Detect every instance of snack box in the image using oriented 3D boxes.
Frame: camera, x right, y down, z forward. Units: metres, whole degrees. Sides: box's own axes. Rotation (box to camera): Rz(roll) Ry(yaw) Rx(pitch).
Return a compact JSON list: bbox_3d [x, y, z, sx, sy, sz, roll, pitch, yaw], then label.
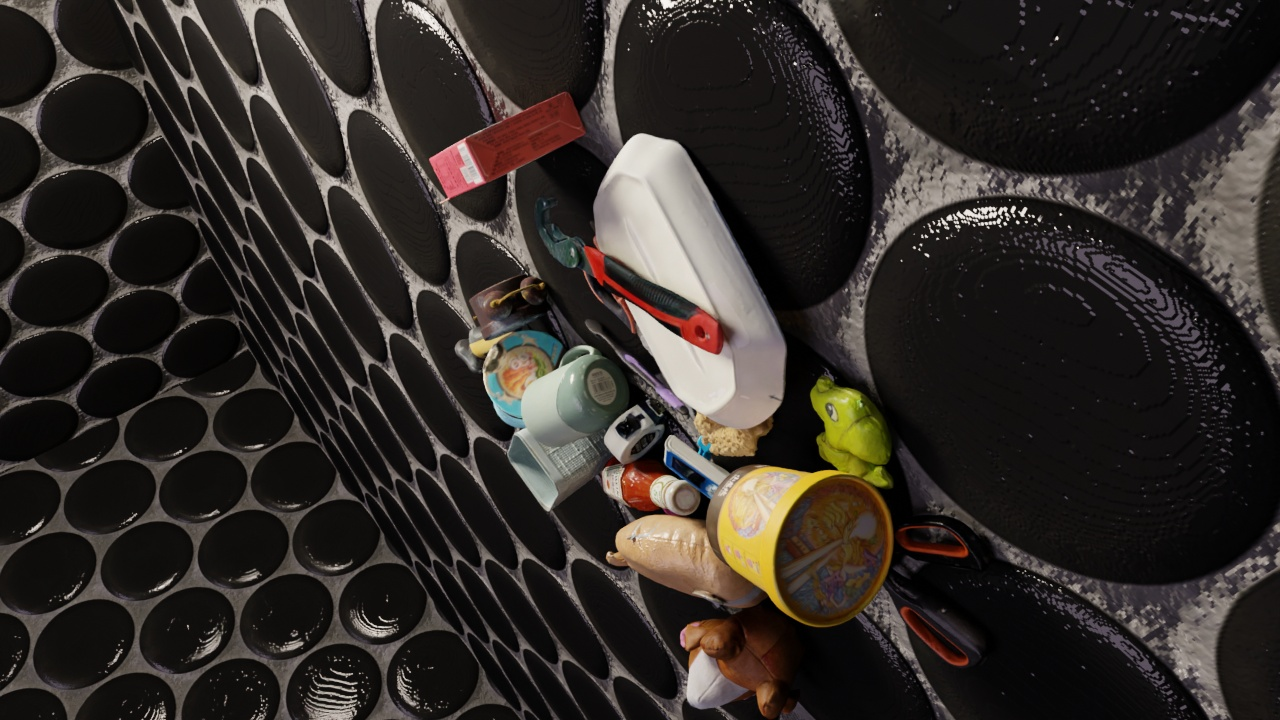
[{"bbox_3d":[-0.130,-0.198,0.857,0.127,0.113,0.044,1,121,59],"label":"snack box"}]

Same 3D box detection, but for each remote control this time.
[{"bbox_3d":[0.074,0.119,0.880,0.125,0.024,0.049,35,159,14],"label":"remote control"}]

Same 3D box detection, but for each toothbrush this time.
[{"bbox_3d":[-0.006,0.006,0.952,0.189,0.014,0.017,42,169,41],"label":"toothbrush"}]

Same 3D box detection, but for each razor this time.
[{"bbox_3d":[-0.193,-0.021,1.223,0.168,0.062,0.067,-17,72,57],"label":"razor"}]

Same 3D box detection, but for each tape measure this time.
[{"bbox_3d":[-0.006,0.079,0.995,0.033,0.065,0.066,47,152,24],"label":"tape measure"}]

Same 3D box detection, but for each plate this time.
[{"bbox_3d":[0.030,-0.061,0.774,0.265,0.034,0.162,64,150,9],"label":"plate"}]

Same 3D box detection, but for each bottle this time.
[{"bbox_3d":[0.011,0.138,1.002,0.060,0.059,0.206,62,163,-9],"label":"bottle"}]

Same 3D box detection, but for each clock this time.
[{"bbox_3d":[-0.153,-0.065,1.075,0.055,0.082,0.122,65,156,0],"label":"clock"}]

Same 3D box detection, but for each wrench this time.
[{"bbox_3d":[-0.018,-0.074,0.792,0.273,0.016,0.056,39,139,41],"label":"wrench"}]

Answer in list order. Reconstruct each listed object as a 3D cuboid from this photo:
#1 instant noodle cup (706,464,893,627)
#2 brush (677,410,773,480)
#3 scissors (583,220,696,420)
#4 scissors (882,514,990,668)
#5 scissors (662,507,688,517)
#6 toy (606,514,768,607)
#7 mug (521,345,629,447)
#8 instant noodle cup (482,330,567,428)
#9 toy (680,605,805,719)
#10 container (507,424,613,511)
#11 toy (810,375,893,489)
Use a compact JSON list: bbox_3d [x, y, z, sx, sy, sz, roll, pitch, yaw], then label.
[{"bbox_3d":[0.121,0.140,0.741,0.115,0.118,0.118,9,126,62],"label":"instant noodle cup"},{"bbox_3d":[0.070,0.087,0.914,0.083,0.045,0.255,47,155,14],"label":"brush"},{"bbox_3d":[-0.004,-0.035,0.928,0.199,0.015,0.205,36,146,35],"label":"scissors"},{"bbox_3d":[0.205,0.164,0.766,0.221,0.021,0.228,50,149,12],"label":"scissors"},{"bbox_3d":[0.065,0.210,1.074,0.135,0.017,0.133,0,123,59],"label":"scissors"},{"bbox_3d":[0.036,0.208,0.985,0.226,0.082,0.143,3,151,43],"label":"toy"},{"bbox_3d":[-0.070,0.032,1.033,0.082,0.111,0.107,25,146,-32],"label":"mug"},{"bbox_3d":[-0.144,0.032,1.149,0.111,0.111,0.121,54,161,8],"label":"instant noodle cup"},{"bbox_3d":[0.107,0.348,1.044,0.140,0.130,0.200,49,162,4],"label":"toy"},{"bbox_3d":[-0.087,0.109,1.115,0.090,0.111,0.090,53,153,12],"label":"container"},{"bbox_3d":[0.167,0.059,0.720,0.096,0.031,0.100,45,155,16],"label":"toy"}]
